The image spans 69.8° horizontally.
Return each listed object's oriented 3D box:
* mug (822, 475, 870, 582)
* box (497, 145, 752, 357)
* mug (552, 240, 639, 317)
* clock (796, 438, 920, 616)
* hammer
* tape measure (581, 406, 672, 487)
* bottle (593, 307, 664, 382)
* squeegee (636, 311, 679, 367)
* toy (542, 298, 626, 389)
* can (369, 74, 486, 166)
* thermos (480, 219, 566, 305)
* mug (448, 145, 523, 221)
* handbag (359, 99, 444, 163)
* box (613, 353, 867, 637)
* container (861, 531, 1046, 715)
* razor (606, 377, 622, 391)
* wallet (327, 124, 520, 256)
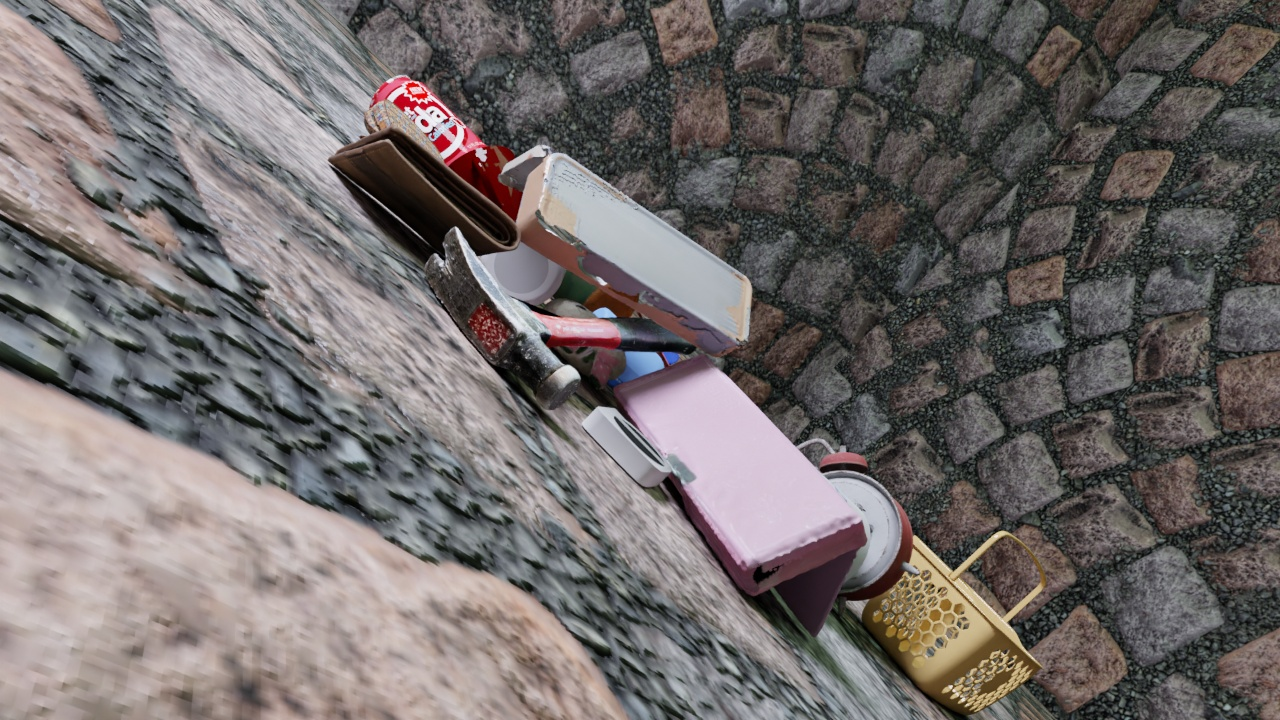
[{"bbox_3d":[0.116,0.129,0.764,0.120,0.083,0.096,7,-26,48],"label":"mug"},{"bbox_3d":[-0.016,-0.082,0.746,0.217,0.096,0.114,30,48,-29],"label":"box"},{"bbox_3d":[-0.055,-0.073,1.064,0.081,0.084,0.111,49,-28,32],"label":"mug"},{"bbox_3d":[0.177,0.141,0.839,0.062,0.110,0.156,38,23,-54],"label":"clock"},{"bbox_3d":[-0.032,-0.027,0.691,0.140,0.036,0.325,45,17,17],"label":"hammer"},{"bbox_3d":[-0.008,0.058,0.627,0.065,0.017,0.064,45,5,11],"label":"tape measure"},{"bbox_3d":[-0.005,0.005,0.925,0.131,0.048,0.048,42,5,-23],"label":"bottle"},{"bbox_3d":[0.020,-0.005,1.204,0.249,0.055,0.184,62,5,1],"label":"squeegee"},{"bbox_3d":[-0.049,-0.016,0.777,0.087,0.050,0.112,43,11,-12],"label":"toy"},{"bbox_3d":[-0.240,-0.257,1.057,0.142,0.074,0.074,45,5,6],"label":"can"},{"bbox_3d":[-0.115,-0.099,0.844,0.101,0.068,0.230,31,5,-6],"label":"thermos"},{"bbox_3d":[-0.159,-0.174,0.980,0.114,0.087,0.088,90,-26,-74],"label":"mug"},{"bbox_3d":[-0.210,-0.166,0.862,0.093,0.043,0.195,44,12,-49],"label":"handbag"},{"bbox_3d":[0.068,0.100,0.685,0.232,0.099,0.107,-132,-153,-53],"label":"box"},{"bbox_3d":[0.333,0.253,0.915,0.183,0.167,0.129,40,7,-46],"label":"container"},{"bbox_3d":[-0.017,0.026,0.842,0.141,0.018,0.044,42,4,20],"label":"razor"},{"bbox_3d":[-0.153,-0.114,0.651,0.121,0.026,0.099,39,-22,-33],"label":"wallet"}]
